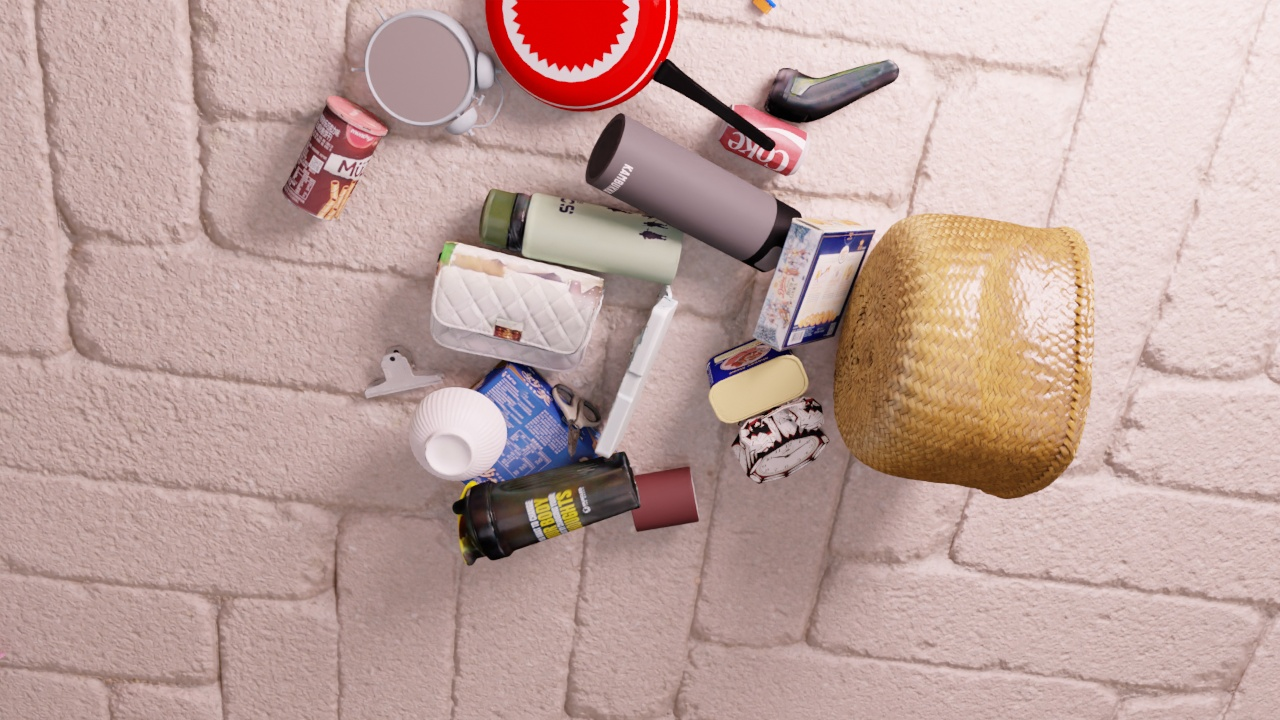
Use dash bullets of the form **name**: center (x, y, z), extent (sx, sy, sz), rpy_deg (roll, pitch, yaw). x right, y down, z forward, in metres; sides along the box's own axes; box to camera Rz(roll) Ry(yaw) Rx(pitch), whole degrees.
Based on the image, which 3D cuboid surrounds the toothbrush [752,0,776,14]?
- **toothbrush**: center (0.069, -0.428, 0.980), extent (0.182, 0.016, 0.018), rpy_deg (31, 114, -13)

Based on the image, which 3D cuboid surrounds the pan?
- **pan**: center (-0.006, -0.327, 0.969), extent (0.356, 0.067, 0.209), rpy_deg (36, 112, 0)

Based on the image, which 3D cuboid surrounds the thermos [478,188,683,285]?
- **thermos**: center (-0.070, -0.144, 1.066), extent (0.231, 0.082, 0.082), rpy_deg (10, 112, -5)

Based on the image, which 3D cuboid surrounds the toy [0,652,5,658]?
- **toy**: center (-1.006, 0.385, 1.260), extent (0.171, 0.120, 0.222), rpy_deg (0, 114, 10)

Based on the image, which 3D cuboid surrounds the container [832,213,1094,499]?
- **container**: center (0.336, -0.007, 1.011), extent (0.196, 0.306, 0.307), rpy_deg (10, 112, -1)

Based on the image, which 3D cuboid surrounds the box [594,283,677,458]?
- **box**: center (-0.003, 0.008, 1.095), extent (0.041, 0.134, 0.197), rpy_deg (24, 111, 1)

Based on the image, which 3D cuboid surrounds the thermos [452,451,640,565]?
- **thermos**: center (-0.115, 0.173, 1.113), extent (0.221, 0.098, 0.098), rpy_deg (-17, 111, 3)

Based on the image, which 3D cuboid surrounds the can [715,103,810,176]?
- **can**: center (0.138, -0.249, 1.035), extent (0.096, 0.054, 0.054), rpy_deg (22, 110, -9)

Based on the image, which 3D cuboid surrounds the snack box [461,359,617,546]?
- **snack box**: center (-0.149, 0.114, 1.173), extent (0.155, 0.069, 0.202), rpy_deg (-40, 107, 14)

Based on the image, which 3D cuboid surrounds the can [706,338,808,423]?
- **can**: center (0.138, 0.018, 1.123), extent (0.116, 0.092, 0.056), rpy_deg (-23, 111, 9)

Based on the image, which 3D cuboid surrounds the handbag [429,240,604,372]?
- **handbag**: center (-0.148, -0.059, 1.083), extent (0.195, 0.072, 0.139), rpy_deg (12, 129, -6)

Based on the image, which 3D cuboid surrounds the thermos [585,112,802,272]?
- **thermos**: center (0.063, -0.181, 1.018), extent (0.240, 0.082, 0.082), rpy_deg (23, 111, -24)

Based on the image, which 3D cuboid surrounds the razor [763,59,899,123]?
- **razor**: center (0.211, -0.307, 1.018), extent (0.151, 0.054, 0.067), rpy_deg (-19, 90, 1)

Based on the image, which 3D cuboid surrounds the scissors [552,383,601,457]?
- **scissors**: center (-0.089, 0.070, 1.106), extent (0.121, 0.170, 0.013), rpy_deg (43, 108, 12)

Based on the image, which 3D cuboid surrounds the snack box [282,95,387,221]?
- **snack box**: center (-0.344, -0.225, 1.030), extent (0.072, 0.072, 0.121), rpy_deg (31, 109, -13)

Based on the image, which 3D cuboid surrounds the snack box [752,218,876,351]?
- **snack box**: center (0.202, -0.090, 1.058), extent (0.043, 0.144, 0.145), rpy_deg (29, 114, 30)

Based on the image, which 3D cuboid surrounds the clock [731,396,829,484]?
- **clock**: center (0.171, 0.087, 1.141), extent (0.114, 0.065, 0.155), rpy_deg (-22, 149, -7)

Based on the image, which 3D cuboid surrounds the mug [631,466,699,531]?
- **mug**: center (0.033, 0.191, 1.212), extent (0.082, 0.073, 0.106), rpy_deg (-10, 141, 3)

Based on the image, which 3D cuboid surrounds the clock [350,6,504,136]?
- **clock**: center (-0.228, -0.314, 1.009), extent (0.159, 0.045, 0.123), rpy_deg (27, 110, -10)

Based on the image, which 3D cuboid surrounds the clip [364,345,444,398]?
- **clip**: center (-0.303, 0.015, 1.147), extent (0.102, 0.050, 0.058), rpy_deg (-12, 125, 3)

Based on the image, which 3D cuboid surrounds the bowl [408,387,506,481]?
- **bowl**: center (-0.222, 0.097, 1.094), extent (0.118, 0.062, 0.118), rpy_deg (0, 112, 0)
